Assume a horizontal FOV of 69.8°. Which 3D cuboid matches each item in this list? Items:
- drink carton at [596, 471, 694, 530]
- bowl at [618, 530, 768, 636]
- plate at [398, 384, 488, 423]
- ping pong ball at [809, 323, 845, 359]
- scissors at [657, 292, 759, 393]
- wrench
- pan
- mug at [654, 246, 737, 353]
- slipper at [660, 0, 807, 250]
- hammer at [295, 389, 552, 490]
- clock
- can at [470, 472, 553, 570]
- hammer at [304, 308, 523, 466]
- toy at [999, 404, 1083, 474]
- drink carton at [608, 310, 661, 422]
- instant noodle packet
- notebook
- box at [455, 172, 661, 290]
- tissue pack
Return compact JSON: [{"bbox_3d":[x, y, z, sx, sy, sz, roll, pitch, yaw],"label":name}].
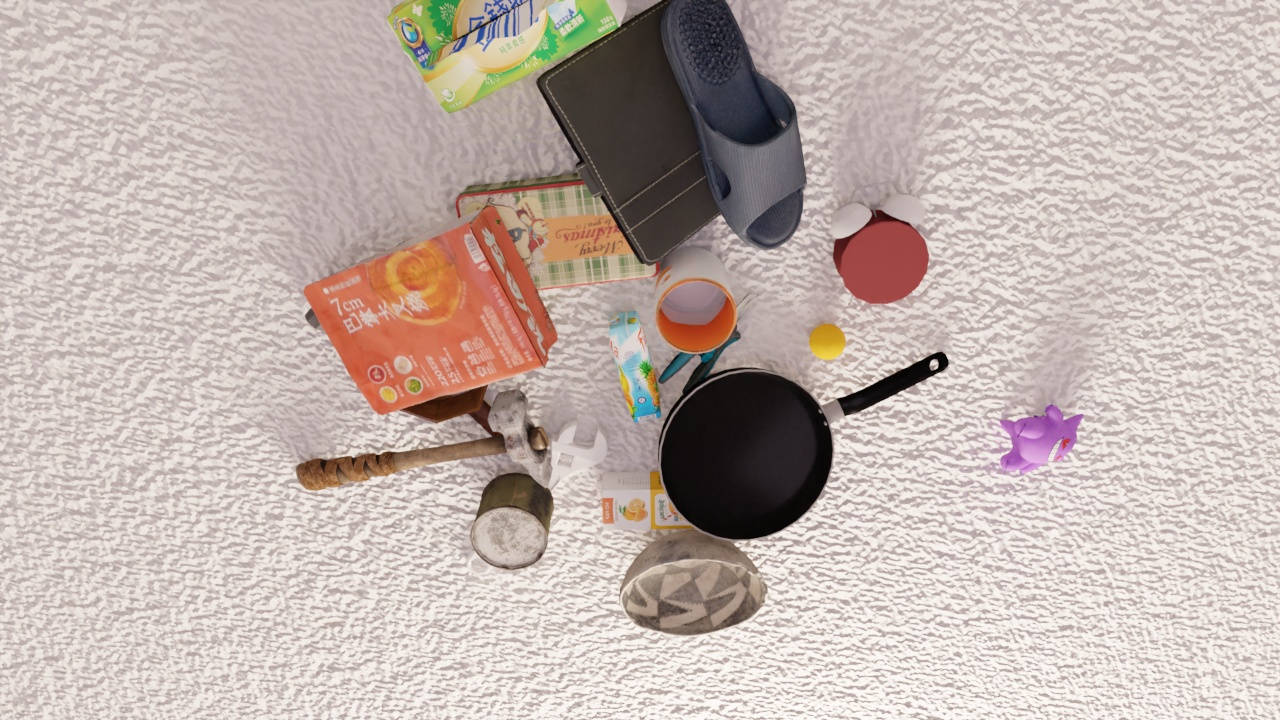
[{"bbox_3d":[0.009,0.170,1.114,0.122,0.040,0.059,-1,116,1],"label":"drink carton"},{"bbox_3d":[0.061,0.264,1.134,0.178,0.081,0.179,-2,133,-2],"label":"bowl"},{"bbox_3d":[-0.224,0.004,1.002,0.131,0.025,0.131,0,108,0],"label":"plate"},{"bbox_3d":[0.208,-0.021,1.020,0.040,0.040,0.040,0,116,0],"label":"ping pong ball"},{"bbox_3d":[0.079,-0.015,1.033,0.126,0.019,0.144,-12,130,-12],"label":"scissors"},{"bbox_3d":[-0.134,0.174,1.130,0.066,0.018,0.274,34,113,-15],"label":"wrench"},{"bbox_3d":[0.187,0.073,1.056,0.355,0.044,0.204,-26,104,-1],"label":"pan"},{"bbox_3d":[0.055,-0.066,0.963,0.082,0.105,0.082,0,116,0],"label":"mug"},{"bbox_3d":[0.107,-0.231,0.880,0.101,0.083,0.264,-33,111,-20],"label":"slipper"},{"bbox_3d":[-0.257,0.115,1.070,0.319,0.048,0.121,-10,124,15],"label":"hammer"},{"bbox_3d":[0.252,-0.121,0.967,0.096,0.048,0.138,-10,116,5],"label":"clock"},{"bbox_3d":[-0.151,0.189,1.088,0.090,0.074,0.090,0,116,1],"label":"can"},{"bbox_3d":[-0.229,0.016,1.047,0.111,0.028,0.300,-38,110,18],"label":"hammer"},{"bbox_3d":[0.465,0.089,1.066,0.088,0.055,0.106,2,126,-5],"label":"toy"},{"bbox_3d":[-0.006,0.006,1.033,0.038,0.044,0.129,-12,117,6],"label":"drink carton"},{"bbox_3d":[-0.220,-0.039,0.941,0.221,0.083,0.164,-20,111,15],"label":"instant noodle packet"},{"bbox_3d":[0.013,-0.219,0.897,0.169,0.029,0.209,-36,110,-13],"label":"notebook"},{"bbox_3d":[-0.084,-0.135,0.962,0.205,0.050,0.118,-5,117,2],"label":"box"},{"bbox_3d":[-0.123,-0.300,0.811,0.198,0.141,0.120,-26,119,22],"label":"tissue pack"}]
